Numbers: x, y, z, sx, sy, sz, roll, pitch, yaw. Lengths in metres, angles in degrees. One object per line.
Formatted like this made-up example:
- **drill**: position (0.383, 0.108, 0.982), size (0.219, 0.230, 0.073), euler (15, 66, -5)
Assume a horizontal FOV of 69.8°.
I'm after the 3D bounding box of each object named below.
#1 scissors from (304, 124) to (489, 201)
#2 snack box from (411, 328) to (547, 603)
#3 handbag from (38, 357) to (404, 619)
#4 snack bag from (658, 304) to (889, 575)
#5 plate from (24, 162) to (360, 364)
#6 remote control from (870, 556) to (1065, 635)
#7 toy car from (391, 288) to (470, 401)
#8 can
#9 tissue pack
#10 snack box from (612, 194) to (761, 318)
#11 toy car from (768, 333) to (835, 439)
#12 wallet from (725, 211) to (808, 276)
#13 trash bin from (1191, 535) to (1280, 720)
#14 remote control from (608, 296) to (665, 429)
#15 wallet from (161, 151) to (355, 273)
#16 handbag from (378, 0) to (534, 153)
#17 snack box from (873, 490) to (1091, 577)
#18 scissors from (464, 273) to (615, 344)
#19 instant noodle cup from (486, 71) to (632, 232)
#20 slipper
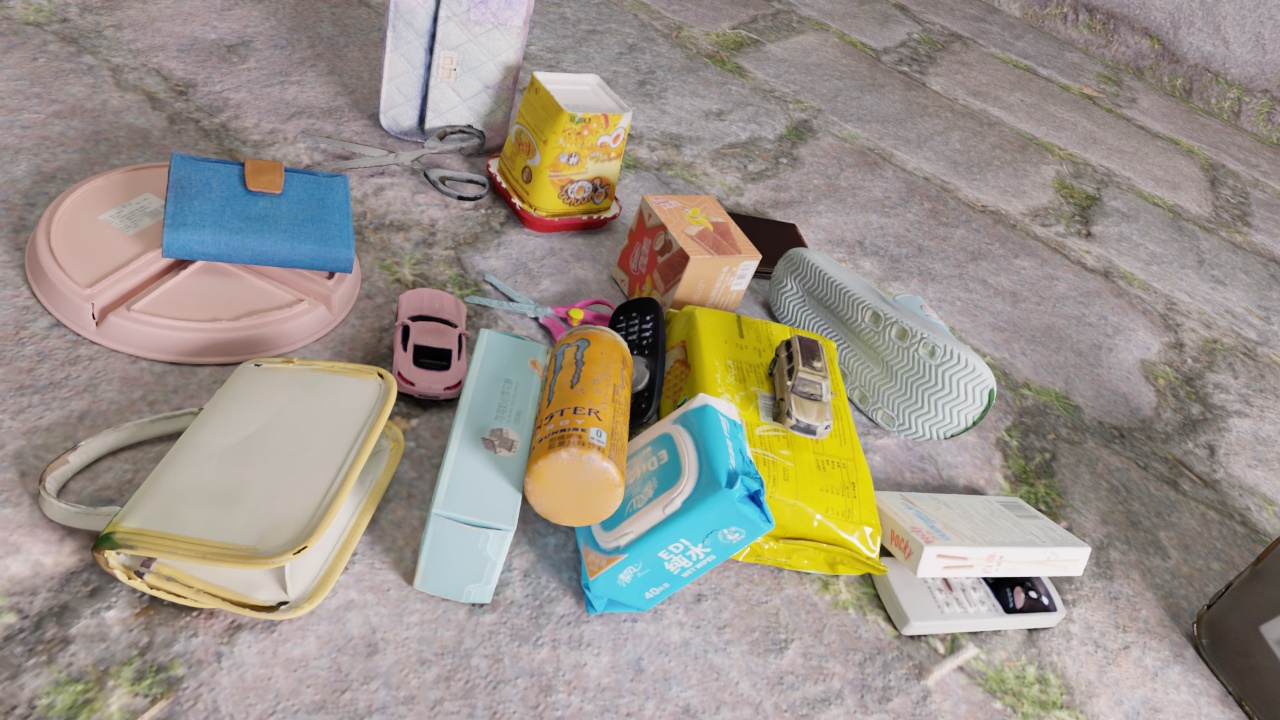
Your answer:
- **scissors**: position (-0.219, -0.190, 0.864), size (0.173, 0.014, 0.159), euler (36, 53, 10)
- **snack box**: position (-0.100, 0.062, 0.591), size (0.051, 0.074, 0.174), euler (15, 38, -10)
- **handbag**: position (-0.245, 0.066, 0.540), size (0.179, 0.063, 0.163), euler (8, 38, 5)
- **snack bag**: position (0.095, 0.051, 0.709), size (0.158, 0.068, 0.246), euler (12, 40, -13)
- **plate**: position (-0.328, -0.084, 0.691), size (0.229, 0.028, 0.229), euler (13, 39, -11)
- **remote control**: position (0.243, 0.171, 0.677), size (0.150, 0.021, 0.058), euler (3, 42, -22)
- **toy car**: position (-0.158, -0.017, 0.689), size (0.056, 0.037, 0.122), euler (9, 39, -19)
- **can**: position (-0.036, 0.036, 0.580), size (0.058, 0.058, 0.145), euler (16, 31, -8)
- **tissue pack**: position (0.014, 0.091, 0.577), size (0.063, 0.140, 0.089), euler (37, 26, -36)
- **snack box**: position (0.039, -0.084, 0.820), size (0.077, 0.093, 0.094), euler (-6, 47, -31)
- **toy car**: position (0.120, 0.019, 0.675), size (0.042, 0.035, 0.090), euler (14, 42, -8)
- **wallet**: position (0.126, -0.121, 0.969), size (0.122, 0.020, 0.096), euler (4, 47, -24)
- **trash bin**: position (0.569, 0.203, 0.675), size (0.219, 0.199, 0.198), euler (-3, 43, -20)
- **remote control**: position (-0.004, 0.004, 0.732), size (0.053, 0.024, 0.136), euler (-11, 47, 18)
- **wallet**: position (-0.286, -0.111, 0.693), size (0.133, 0.040, 0.106), euler (3, 46, -25)
- **handbag**: position (-0.181, -0.297, 0.887), size (0.134, 0.194, 0.075), euler (2, 47, -19)
- **snack box**: position (0.253, 0.132, 0.700), size (0.156, 0.027, 0.084), euler (4, 18, -21)
- **scissors**: position (-0.083, -0.034, 0.766), size (0.136, 0.017, 0.105), euler (9, 45, -10)
- **instant noodle cup**: position (-0.072, -0.202, 0.880), size (0.116, 0.124, 0.116), euler (-10, 49, -35)
- **slipper**: position (0.214, -0.020, 0.830), size (0.074, 0.104, 0.245), euler (-11, 43, -38)
